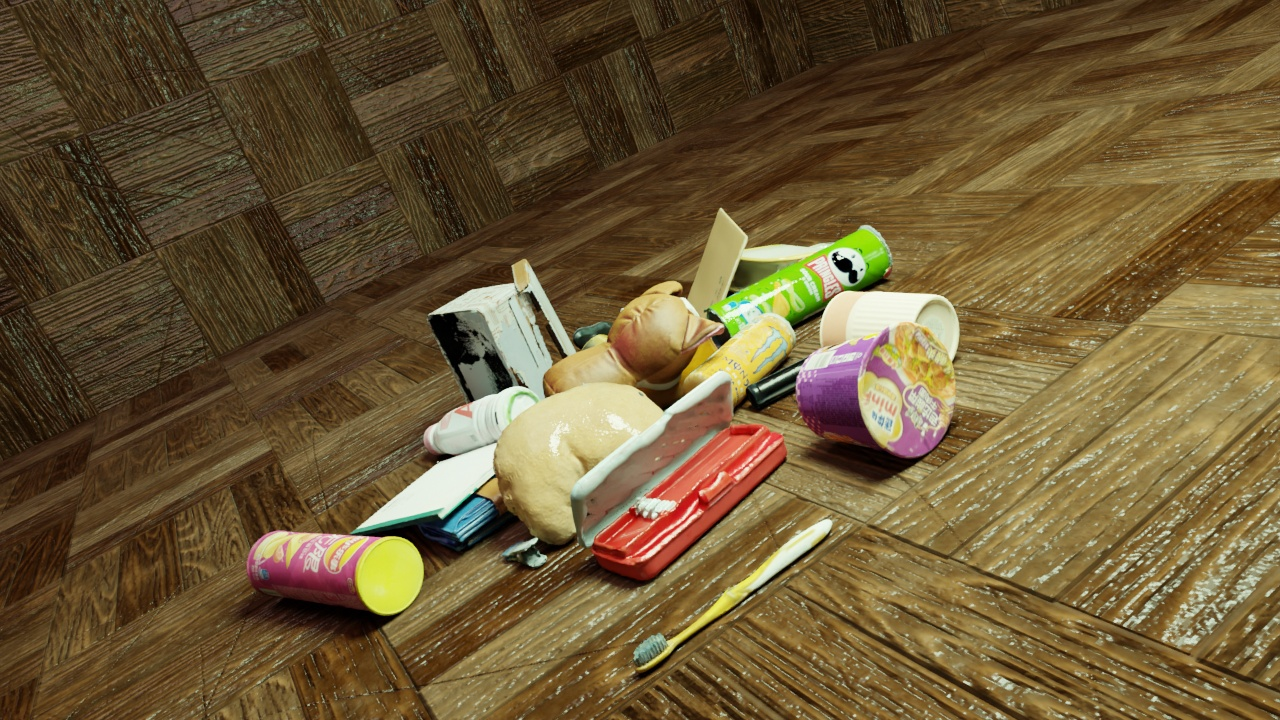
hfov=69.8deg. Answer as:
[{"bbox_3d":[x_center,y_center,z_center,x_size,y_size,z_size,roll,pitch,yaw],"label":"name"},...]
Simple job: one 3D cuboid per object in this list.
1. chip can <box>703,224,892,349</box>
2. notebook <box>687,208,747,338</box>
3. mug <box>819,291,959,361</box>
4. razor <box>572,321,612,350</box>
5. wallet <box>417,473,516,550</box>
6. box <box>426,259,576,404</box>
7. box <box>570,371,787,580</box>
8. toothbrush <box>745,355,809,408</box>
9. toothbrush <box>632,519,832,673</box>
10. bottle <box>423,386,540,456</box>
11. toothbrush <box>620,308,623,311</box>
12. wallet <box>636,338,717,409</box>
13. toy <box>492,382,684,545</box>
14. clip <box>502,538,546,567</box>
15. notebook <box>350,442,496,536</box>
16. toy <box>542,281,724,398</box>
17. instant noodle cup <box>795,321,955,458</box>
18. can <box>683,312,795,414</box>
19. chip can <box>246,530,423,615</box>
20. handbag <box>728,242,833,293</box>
[{"bbox_3d":[0.194,-0.084,1.125,0.235,0.072,0.072,-28,20,-12],"label":"chip can"},{"bbox_3d":[0.102,-0.121,1.255,0.008,0.148,0.207,16,17,-9],"label":"notebook"},{"bbox_3d":[0.254,-0.033,0.905,0.114,0.082,0.106,-33,23,-30],"label":"mug"},{"bbox_3d":[-0.035,-0.010,1.215,0.067,0.062,0.167,-55,29,-2],"label":"razor"},{"bbox_3d":[-0.161,0.145,0.965,0.132,0.040,0.107,-36,19,-30],"label":"wallet"},{"bbox_3d":[-0.143,-0.027,1.183,0.151,0.182,0.167,-3,27,44],"label":"box"},{"bbox_3d":[0.028,0.091,0.801,0.200,0.099,0.095,-36,22,-32],"label":"box"},{"bbox_3d":[0.208,-0.007,0.969,0.212,0.027,0.026,-26,60,-10],"label":"toothbrush"},{"bbox_3d":[0.070,0.166,0.671,0.191,0.018,0.016,-31,22,-22],"label":"toothbrush"},{"bbox_3d":[-0.198,0.082,1.116,0.197,0.068,0.068,-17,18,44],"label":"bottle"},{"bbox_3d":[-0.011,-0.045,1.320,0.026,0.027,0.221,14,15,-12],"label":"toothbrush"},{"bbox_3d":[0.034,0.017,1.088,0.130,0.035,0.119,-23,21,0],"label":"wallet"},{"bbox_3d":[-0.032,0.080,0.887,0.225,0.143,0.083,-24,-18,-10],"label":"toy"},{"bbox_3d":[-0.109,0.175,0.848,0.024,0.028,0.057,-33,12,-31],"label":"clip"},{"bbox_3d":[-0.223,0.140,1.021,0.210,0.012,0.150,-20,16,47],"label":"notebook"},{"bbox_3d":[-0.006,0.006,0.994,0.199,0.130,0.140,-48,48,4],"label":"toy"},{"bbox_3d":[0.196,0.027,0.787,0.111,0.111,0.099,-33,12,-27],"label":"instant noodle cup"},{"bbox_3d":[0.109,0.005,1.000,0.058,0.058,0.145,-2,28,45],"label":"can"},{"bbox_3d":[-0.308,0.206,0.909,0.211,0.071,0.071,-6,25,40],"label":"chip can"},{"bbox_3d":[0.218,-0.129,1.259,0.178,0.063,0.163,-14,15,-21],"label":"handbag"}]
